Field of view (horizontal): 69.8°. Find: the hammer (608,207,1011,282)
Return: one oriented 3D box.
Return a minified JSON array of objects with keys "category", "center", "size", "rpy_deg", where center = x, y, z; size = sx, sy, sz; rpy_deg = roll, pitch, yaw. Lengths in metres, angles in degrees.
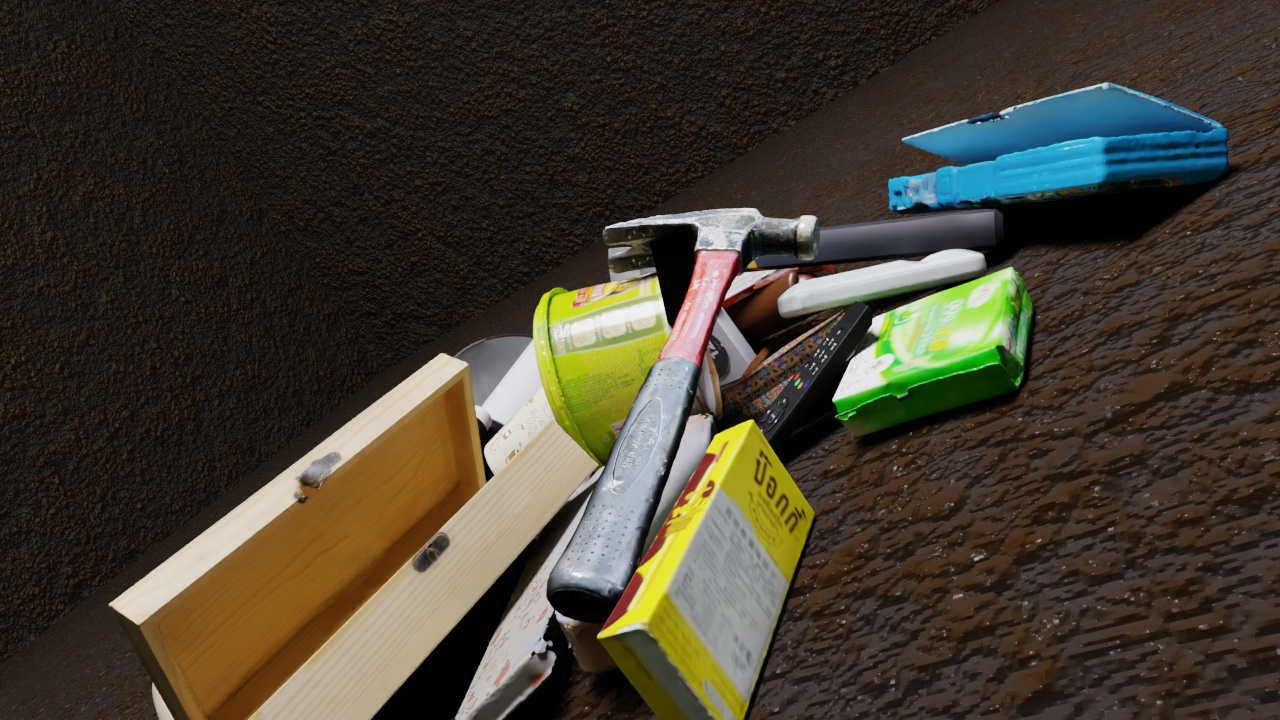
[{"category":"hammer","center":[0.117,-0.085,0.705],"size":[0.313,0.035,0.139],"rpy_deg":[-2,5,29]}]

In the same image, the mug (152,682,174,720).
[{"category":"mug","center":[-0.257,0.223,0.609],"size":[0.111,0.085,0.104],"rpy_deg":[-6,6,-32]}]

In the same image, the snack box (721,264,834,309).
[{"category":"snack box","center":[0.045,-0.037,0.858],"size":[0.274,0.044,0.076],"rpy_deg":[-27,-25,23]}]

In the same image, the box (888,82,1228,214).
[{"category":"box","center":[0.268,-0.141,0.631],"size":[0.091,0.066,0.243],"rpy_deg":[-7,7,-12]}]

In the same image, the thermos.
[{"category":"thermos","center":[-0.110,0.019,0.918],"size":[0.069,0.101,0.229],"rpy_deg":[13,46,23]}]

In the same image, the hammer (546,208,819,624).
[{"category":"hammer","center":[0.011,0.005,0.510],"size":[0.141,0.036,0.325],"rpy_deg":[3,38,18]}]

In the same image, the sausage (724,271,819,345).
[{"category":"sausage","center":[0.097,-0.037,0.747],"size":[0.040,0.040,0.156],"rpy_deg":[-40,5,-29]}]

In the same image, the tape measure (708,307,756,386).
[{"category":"tape measure","center":[0.054,-0.010,0.737],"size":[0.065,0.064,0.016],"rpy_deg":[-29,12,43]}]

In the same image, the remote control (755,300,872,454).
[{"category":"remote control","center":[0.094,0.019,0.539],"size":[0.125,0.010,0.039],"rpy_deg":[-53,9,7]}]

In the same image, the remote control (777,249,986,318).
[{"category":"remote control","center":[0.158,-0.052,0.607],"size":[0.133,0.022,0.050],"rpy_deg":[-12,-1,-7]}]

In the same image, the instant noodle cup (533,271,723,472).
[{"category":"instant noodle cup","center":[-0.004,0.004,0.663],"size":[0.098,0.146,0.146],"rpy_deg":[-20,15,13]}]

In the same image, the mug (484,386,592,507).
[{"category":"mug","center":[-0.069,0.075,0.745],"size":[0.097,0.081,0.122],"rpy_deg":[-39,37,10]}]

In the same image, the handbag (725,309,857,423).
[{"category":"handbag","center":[0.107,0.002,0.655],"size":[0.093,0.043,0.195],"rpy_deg":[-35,3,7]}]

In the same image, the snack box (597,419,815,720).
[{"category":"snack box","center":[0.035,0.088,0.392],"size":[0.026,0.061,0.148],"rpy_deg":[-27,13,32]}]

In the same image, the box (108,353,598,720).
[{"category":"box","center":[-0.158,0.128,0.556],"size":[0.247,0.148,0.141],"rpy_deg":[-44,-12,-43]}]

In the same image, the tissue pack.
[{"category":"tissue pack","center":[0.161,-0.004,0.505],"size":[0.100,0.034,0.113],"rpy_deg":[-23,17,35]}]

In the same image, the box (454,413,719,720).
[{"category":"box","center":[-0.020,0.110,0.517],"size":[0.157,0.063,0.216],"rpy_deg":[-41,9,17]}]

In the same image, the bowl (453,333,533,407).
[{"category":"bowl","center":[-0.144,0.039,1.015],"size":[0.151,0.057,0.150],"rpy_deg":[-1,43,1]}]
